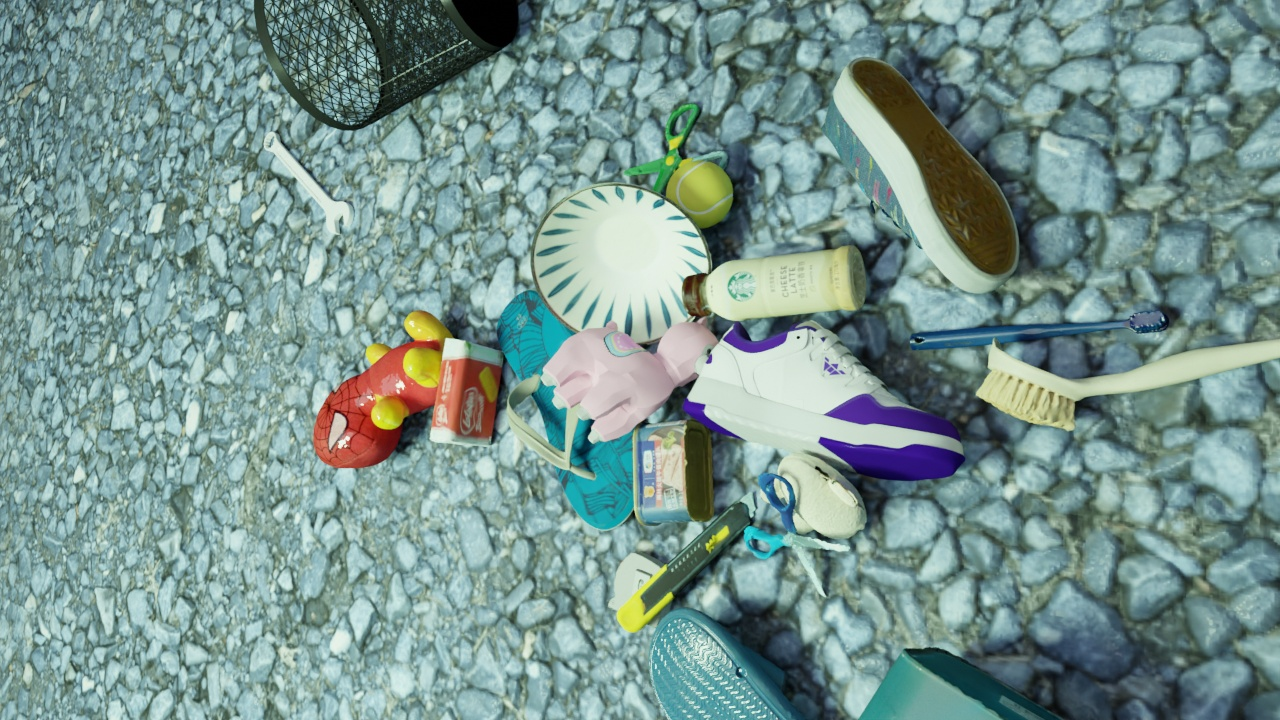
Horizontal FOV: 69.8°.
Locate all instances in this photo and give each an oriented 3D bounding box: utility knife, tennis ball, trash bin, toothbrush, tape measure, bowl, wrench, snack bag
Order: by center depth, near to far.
[{"bbox_3d":[0.210,0.332,0.624,0.199,0.196,0.218,27,90,34],"label":"trash bin"},{"bbox_3d":[0.306,-0.023,0.722,0.190,0.017,0.016,-5,77,34],"label":"toothbrush"},{"bbox_3d":[0.045,0.187,0.849,0.174,0.020,0.029,-45,76,5],"label":"utility knife"},{"bbox_3d":[0.002,0.220,0.884,0.060,0.020,0.062,14,89,36],"label":"tape measure"},{"bbox_3d":[0.057,-0.161,0.893,0.065,0.065,0.065,-8,76,34],"label":"tennis ball"},{"bbox_3d":[-0.016,-0.106,0.912,0.178,0.177,0.070,-33,24,26],"label":"bowl"},{"bbox_3d":[-0.192,0.037,1.020,0.036,0.077,0.116,4,83,30],"label":"snack bag"},{"bbox_3d":[-0.295,-0.421,1.113,0.244,0.216,0.216,-11,74,26],"label":"trash bin"},{"bbox_3d":[-0.483,-0.261,1.324,0.273,0.009,0.047,43,106,33],"label":"wrench"}]

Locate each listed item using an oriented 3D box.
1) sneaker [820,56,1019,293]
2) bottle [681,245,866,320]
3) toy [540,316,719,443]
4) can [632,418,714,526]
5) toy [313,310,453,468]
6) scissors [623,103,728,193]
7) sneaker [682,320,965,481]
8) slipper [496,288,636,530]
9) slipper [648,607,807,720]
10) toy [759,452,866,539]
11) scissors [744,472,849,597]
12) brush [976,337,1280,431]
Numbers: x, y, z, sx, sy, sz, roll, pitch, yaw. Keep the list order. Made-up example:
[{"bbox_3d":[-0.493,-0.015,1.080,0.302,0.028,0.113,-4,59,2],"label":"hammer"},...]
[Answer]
[{"bbox_3d":[0.230,-0.147,0.777,0.235,0.087,0.079,64,151,22],"label":"sneaker"},{"bbox_3d":[0.117,-0.067,0.828,0.162,0.056,0.056,-4,78,28],"label":"bottle"},{"bbox_3d":[-0.006,0.005,0.876,0.157,0.067,0.123,-37,53,-14],"label":"toy"},{"bbox_3d":[0.031,0.105,0.867,0.059,0.054,0.099,-10,76,32],"label":"can"},{"bbox_3d":[-0.299,0.047,1.075,0.217,0.099,0.147,-42,25,19],"label":"toy"},{"bbox_3d":[0.039,-0.204,0.948,0.128,0.011,0.125,31,98,35],"label":"scissors"},{"bbox_3d":[0.160,0.025,0.780,0.244,0.092,0.111,13,75,32],"label":"sneaker"},{"bbox_3d":[-0.084,0.038,0.958,0.118,0.060,0.294,-42,60,18],"label":"slipper"},{"bbox_3d":[0.091,0.304,0.785,0.214,0.059,0.104,43,111,18],"label":"slipper"},{"bbox_3d":[0.152,0.113,0.769,0.087,0.050,0.113,46,142,-1],"label":"toy"},{"bbox_3d":[0.125,0.147,0.780,0.128,0.014,0.133,3,121,54],"label":"scissors"},{"bbox_3d":[0.379,0.002,0.650,0.273,0.062,0.077,-10,91,29],"label":"brush"}]
